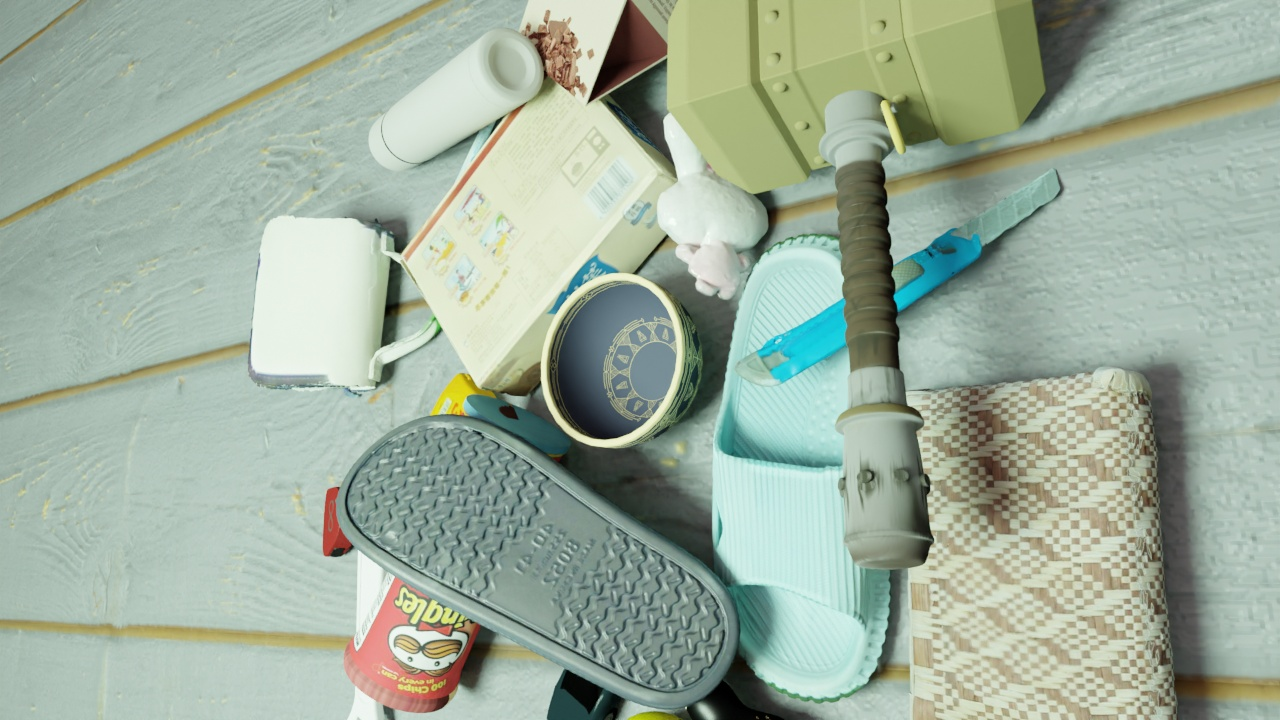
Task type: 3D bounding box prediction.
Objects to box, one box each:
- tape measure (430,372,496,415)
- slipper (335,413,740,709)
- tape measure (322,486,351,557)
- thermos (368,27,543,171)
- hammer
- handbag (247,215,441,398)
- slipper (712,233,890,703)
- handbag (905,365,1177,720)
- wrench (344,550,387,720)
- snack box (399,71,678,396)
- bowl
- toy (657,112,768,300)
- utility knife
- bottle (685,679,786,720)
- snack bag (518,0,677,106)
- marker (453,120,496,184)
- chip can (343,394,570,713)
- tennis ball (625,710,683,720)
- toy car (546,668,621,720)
[{"bbox_3d":[-0.134,0.047,0.712,0.059,0.030,0.068,38,107,34],"label":"tape measure"},{"bbox_3d":[-0.061,0.123,0.575,0.268,0.083,0.110,26,72,16],"label":"slipper"},{"bbox_3d":[-0.254,0.137,0.781,0.052,0.019,0.059,-18,69,54],"label":"tape measure"},{"bbox_3d":[-0.154,-0.196,0.721,0.225,0.052,0.052,-6,77,54],"label":"thermos"},{"bbox_3d":[0.114,-0.060,0.468,0.191,0.100,0.324,-10,66,26],"label":"hammer"},{"bbox_3d":[-0.240,-0.045,0.793,0.176,0.074,0.151,0,82,16],"label":"handbag"},{"bbox_3d":[0.085,0.055,0.535,0.116,0.069,0.276,-4,79,38],"label":"slipper"},{"bbox_3d":[0.195,0.100,0.462,0.124,0.047,0.185,-8,76,42],"label":"handbag"},{"bbox_3d":[-0.214,0.215,0.729,0.066,0.018,0.273,0,87,34],"label":"wrench"},{"bbox_3d":[-0.076,-0.098,0.682,0.208,0.055,0.153,-48,57,19],"label":"snack box"},{"bbox_3d":[-0.004,0.004,0.609,0.113,0.061,0.112,-7,77,34],"label":"bowl"},{"bbox_3d":[0.046,-0.098,0.590,0.037,0.075,0.125,154,117,-62],"label":"toy"},{"bbox_3d":[0.144,-0.044,0.508,0.207,0.015,0.031,-33,56,3],"label":"utility knife"},{"bbox_3d":[0.071,0.233,0.515,0.181,0.059,0.059,46,108,32],"label":"bottle"},{"bbox_3d":[0.002,-0.279,0.635,0.206,0.070,0.094,-49,57,8],"label":"snack bag"},{"bbox_3d":[-0.128,-0.193,0.765,0.013,0.013,0.142,34,102,35],"label":"marker"},{"bbox_3d":[-0.132,0.137,0.661,0.087,0.087,0.213,31,98,35],"label":"chip can"},{"bbox_3d":[0.008,0.246,0.553,0.066,0.065,0.065,-7,77,34],"label":"tennis ball"},{"bbox_3d":[-0.027,0.199,0.606,0.046,0.034,0.112,29,98,35],"label":"toy car"}]
